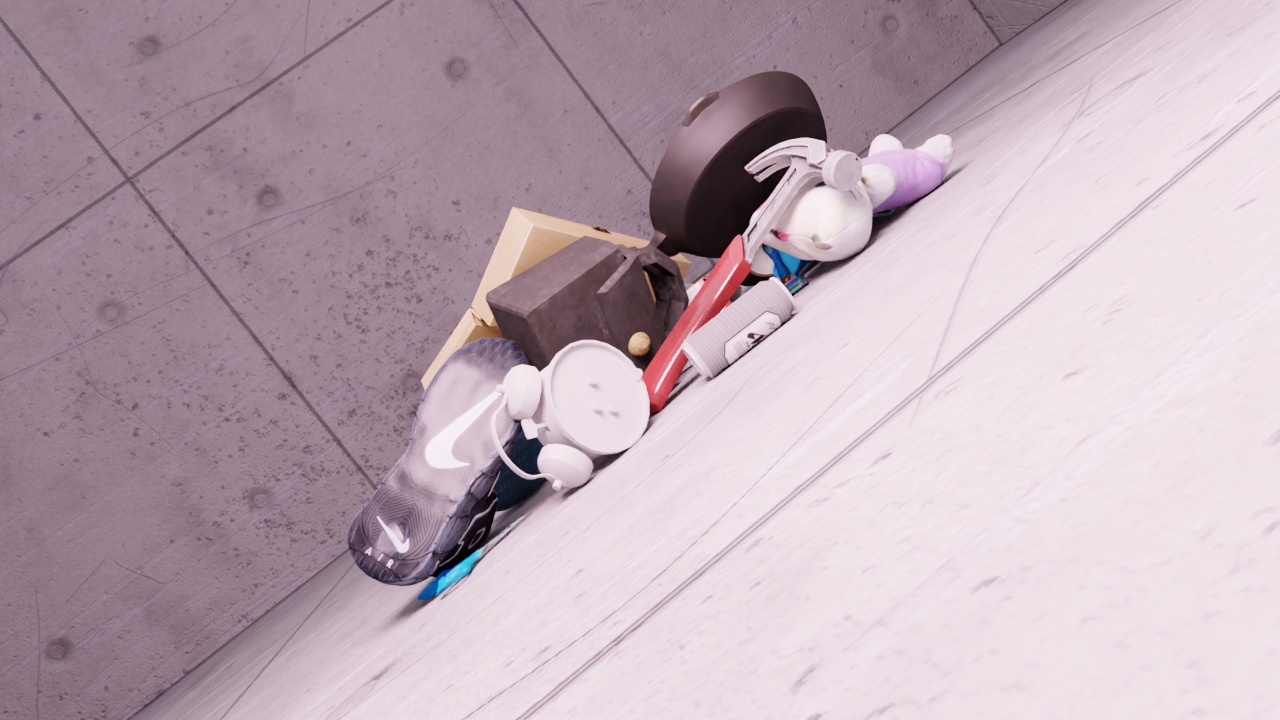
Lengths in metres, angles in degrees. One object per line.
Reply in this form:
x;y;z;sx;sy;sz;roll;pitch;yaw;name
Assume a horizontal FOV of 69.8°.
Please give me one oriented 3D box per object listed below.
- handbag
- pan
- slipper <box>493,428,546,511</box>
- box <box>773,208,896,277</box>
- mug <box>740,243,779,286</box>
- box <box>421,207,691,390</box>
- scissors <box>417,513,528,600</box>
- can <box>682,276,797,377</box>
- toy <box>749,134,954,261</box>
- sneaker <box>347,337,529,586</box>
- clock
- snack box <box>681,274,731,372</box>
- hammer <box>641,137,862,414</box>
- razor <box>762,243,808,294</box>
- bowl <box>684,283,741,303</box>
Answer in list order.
-0.024;-0.028;0.949;0.199;0.197;0.102;-40;38;-26;handbag
0.068;-0.158;1.010;0.356;0.043;0.248;-42;-30;5;pan
-0.112;0.077;1.020;0.059;0.104;0.213;19;61;46;slipper
0.255;-0.198;1.145;0.167;0.075;0.242;-34;6;37;box
0.181;-0.157;1.356;0.111;0.085;0.081;-6;-6;-14;mug
-0.095;-0.045;1.083;0.246;0.076;0.258;7;-49;-44;box
-0.149;0.174;0.836;0.073;0.016;0.133;-37;2;44;scissors
0.091;-0.030;0.848;0.106;0.044;0.044;-38;4;-3;can
0.221;-0.170;0.965;0.209;0.085;0.138;-32;27;-19;toy
-0.166;0.108;0.885;0.252;0.097;0.151;-63;-16;-18;sneaker
-0.061;0.047;0.817;0.158;0.120;0.061;-29;-2;-41;clock
-0.006;0.006;1.079;0.273;0.076;0.044;-37;0;21;snack box
0.083;-0.081;0.903;0.315;0.036;0.126;-55;36;1;hammer
0.161;-0.106;1.045;0.044;0.018;0.140;-37;27;17;razor
0.046;-0.071;1.229;0.174;0.068;0.174;-30;-13;-8;bowl
